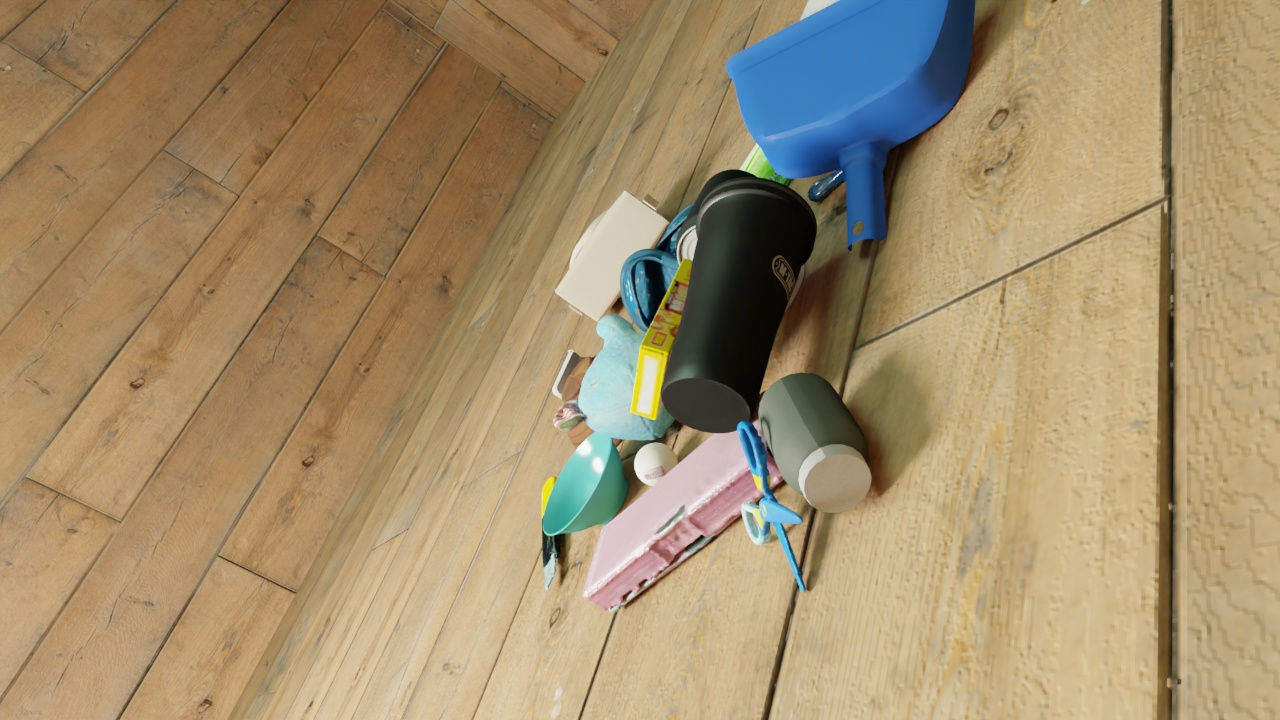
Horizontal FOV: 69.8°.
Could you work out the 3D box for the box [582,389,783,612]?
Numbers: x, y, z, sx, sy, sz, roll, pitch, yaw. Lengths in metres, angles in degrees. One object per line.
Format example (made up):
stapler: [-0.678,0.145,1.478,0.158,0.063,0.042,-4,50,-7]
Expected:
box: [0.039,0.120,0.758,0.233,0.041,0.098,-45,14,31]

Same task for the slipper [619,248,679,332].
slipper: [0.019,-0.071,1.038,0.214,0.059,0.104,-160,62,-65]

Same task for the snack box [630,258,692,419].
snack box: [0.027,-0.023,0.819,0.151,0.025,0.075,-64,-13,-51]

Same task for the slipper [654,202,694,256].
slipper: [0.061,-0.144,1.104,0.104,0.059,0.213,-51,21,13]

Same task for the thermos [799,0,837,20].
thermos: [0.205,-0.317,0.930,0.222,0.131,0.131,-61,16,14]

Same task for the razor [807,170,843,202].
razor: [0.207,-0.192,0.863,0.141,0.018,0.043,-39,47,50]

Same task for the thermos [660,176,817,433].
thermos: [0.078,-0.048,0.757,0.106,0.106,0.218,-36,27,48]

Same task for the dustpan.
dustpan: [0.183,-0.211,0.806,0.246,0.059,0.257,-18,50,34]

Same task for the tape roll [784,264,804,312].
tape roll: [0.118,-0.064,0.878,0.094,0.019,0.093,-49,20,24]

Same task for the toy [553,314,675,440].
toy: [-0.006,0.005,0.932,0.183,0.115,0.180,-25,20,7]

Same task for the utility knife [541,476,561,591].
utility knife: [-0.099,0.190,1.023,0.029,0.020,0.197,-53,17,18]

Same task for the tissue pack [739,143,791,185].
tissue pack: [0.147,-0.221,1.049,0.114,0.034,0.099,-57,19,8]

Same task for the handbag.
handbag: [-0.038,-0.161,1.363,0.195,0.101,0.197,-54,6,10]

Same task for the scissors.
scissors: [0.085,0.103,0.623,0.125,0.016,0.125,88,167,-54]

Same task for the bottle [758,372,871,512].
bottle: [0.117,0.054,0.615,0.060,0.060,0.108,-52,18,17]

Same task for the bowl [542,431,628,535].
bowl: [-0.047,0.133,0.935,0.121,0.046,0.121,-49,19,24]

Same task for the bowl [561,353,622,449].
bowl: [-0.049,0.037,1.069,0.148,0.069,0.147,-49,19,24]

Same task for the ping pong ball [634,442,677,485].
ping pong ball: [0.015,0.096,0.847,0.040,0.040,0.040,-49,19,24]

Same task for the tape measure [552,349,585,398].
tape measure: [-0.073,0.025,1.159,0.017,0.065,0.064,-20,43,62]

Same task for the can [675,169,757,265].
can: [0.087,-0.138,0.948,0.080,0.080,0.145,-45,10,34]
